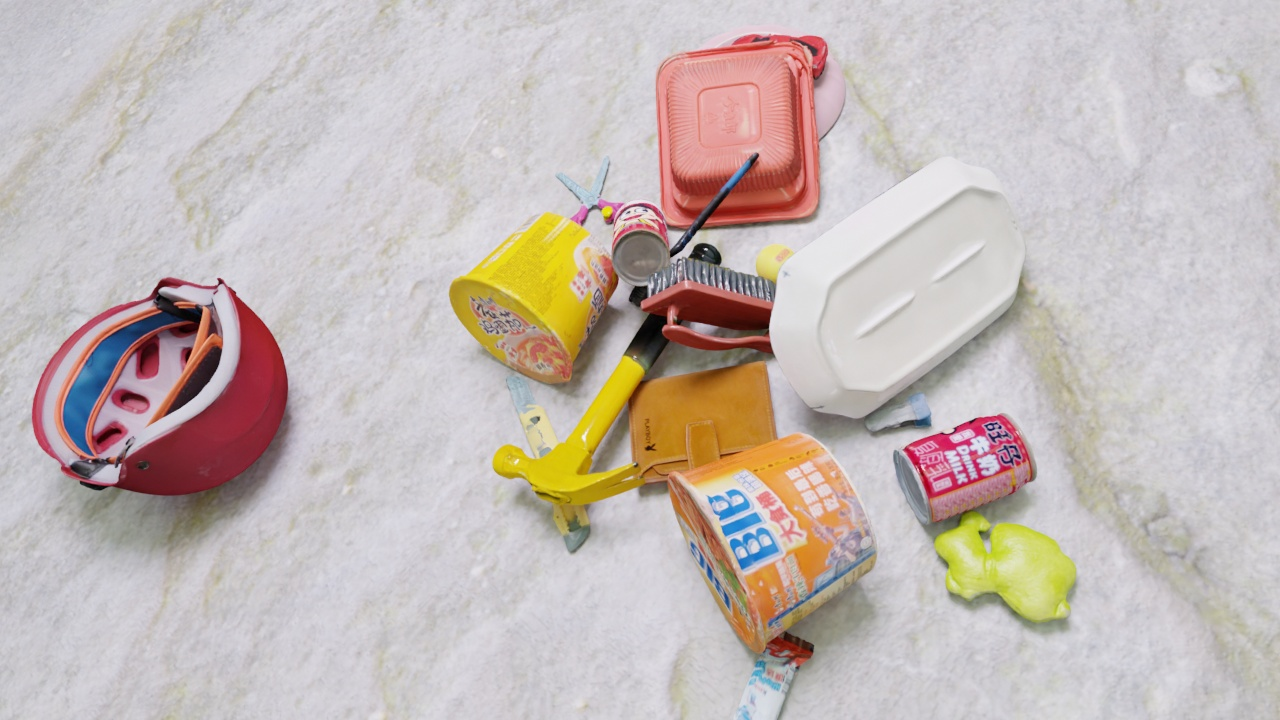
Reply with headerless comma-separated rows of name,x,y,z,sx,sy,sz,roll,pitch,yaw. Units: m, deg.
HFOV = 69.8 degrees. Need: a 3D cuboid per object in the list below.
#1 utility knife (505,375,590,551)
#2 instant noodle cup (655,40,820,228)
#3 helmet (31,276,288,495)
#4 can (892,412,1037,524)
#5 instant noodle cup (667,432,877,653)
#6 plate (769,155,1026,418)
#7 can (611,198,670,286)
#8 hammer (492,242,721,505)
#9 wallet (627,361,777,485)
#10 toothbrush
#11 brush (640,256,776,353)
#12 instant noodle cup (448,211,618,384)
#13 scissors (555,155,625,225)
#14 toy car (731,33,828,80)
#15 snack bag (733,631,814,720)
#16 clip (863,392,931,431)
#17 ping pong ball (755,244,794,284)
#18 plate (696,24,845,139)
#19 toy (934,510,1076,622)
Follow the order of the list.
utility knife,-0.087,0.088,0.848,0.031,0.020,0.190,-22,55,-7
instant noodle cup,0.093,-0.233,0.911,0.165,0.079,0.188,-5,84,12
helmet,-0.442,0.038,0.878,0.240,0.144,0.206,-2,60,27
can,0.261,0.086,0.740,0.094,0.066,0.066,-21,60,1
instant noodle cup,0.103,0.132,0.710,0.111,0.151,0.151,-24,60,-11
plate,0.230,-0.061,0.775,0.265,0.162,0.034,-33,17,-13
can,0.000,-0.116,0.874,0.053,0.053,0.132,-13,22,5
hammer,-0.005,0.005,0.835,0.129,0.033,0.299,17,58,28
wallet,0.056,0.063,0.820,0.131,0.035,0.118,-9,55,8
toothbrush,0.051,-0.124,0.882,0.190,0.014,0.016,-48,61,17
brush,0.075,-0.042,0.821,0.063,0.145,0.069,-22,66,48
instant noodle cup,-0.094,-0.064,0.866,0.138,0.138,0.109,24,60,22
scissors,-0.056,-0.163,0.973,0.130,0.017,0.133,-43,58,-9
toy car,0.141,-0.319,0.958,0.106,0.031,0.049,9,63,19
snack bag,0.095,0.258,0.707,0.048,0.026,0.104,17,66,35
clip,0.222,0.048,0.796,0.058,0.043,0.026,-15,64,13
ping pong ball,0.130,-0.091,0.878,0.040,0.040,0.040,-5,61,9
plate,0.123,-0.298,0.992,0.192,0.039,0.192,-5,61,9
toy,0.287,0.159,0.716,0.100,0.031,0.096,-12,58,6
